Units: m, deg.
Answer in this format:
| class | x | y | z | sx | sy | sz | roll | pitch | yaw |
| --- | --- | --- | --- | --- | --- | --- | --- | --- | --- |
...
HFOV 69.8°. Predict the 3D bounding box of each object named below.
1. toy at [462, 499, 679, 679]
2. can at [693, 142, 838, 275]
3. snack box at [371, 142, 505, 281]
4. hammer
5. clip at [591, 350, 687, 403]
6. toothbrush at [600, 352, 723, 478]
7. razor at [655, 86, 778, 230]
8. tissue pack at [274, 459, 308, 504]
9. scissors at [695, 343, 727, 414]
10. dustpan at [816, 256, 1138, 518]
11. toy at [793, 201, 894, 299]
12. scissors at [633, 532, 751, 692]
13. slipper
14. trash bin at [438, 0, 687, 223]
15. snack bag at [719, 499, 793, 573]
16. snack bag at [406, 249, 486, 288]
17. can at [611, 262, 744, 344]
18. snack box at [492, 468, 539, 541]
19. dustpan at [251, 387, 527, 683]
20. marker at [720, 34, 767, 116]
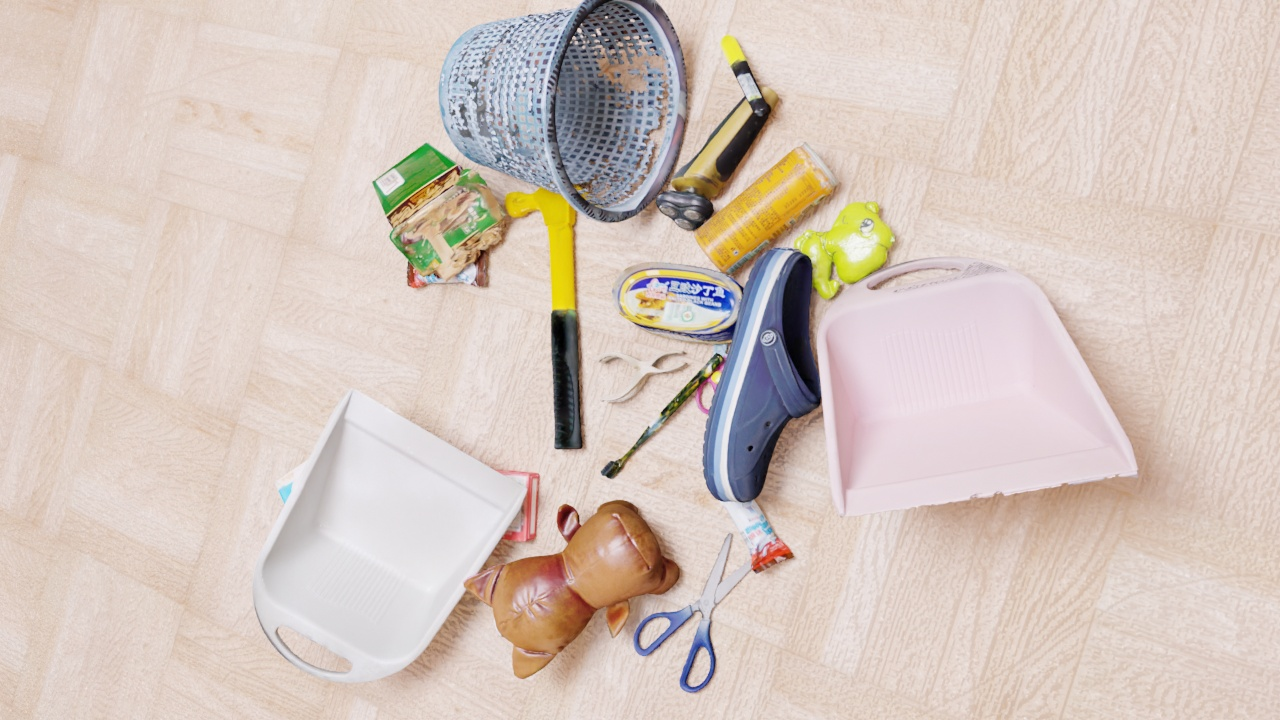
| class | x | y | z | sx | sy | sz | roll | pitch | yaw |
| --- | --- | --- | --- | --- | --- | --- | --- | --- | --- |
| toy | -0.070 | 0.228 | 0.946 | 0.199 | 0.130 | 0.140 | -33 | 72 | -7 |
| can | 0.126 | -0.152 | 0.928 | 0.146 | 0.058 | 0.058 | -39 | 74 | 14 |
| snack box | -0.233 | -0.173 | 1.027 | 0.118 | 0.117 | 0.105 | -38 | 60 | -6 |
| hammer | -0.084 | -0.052 | 1.015 | 0.129 | 0.032 | 0.300 | -4 | 84 | 22 |
| clip | -0.009 | 0.001 | 0.982 | 0.102 | 0.035 | 0.094 | -40 | 75 | 9 |
| toothbrush | 0.021 | 0.060 | 0.966 | 0.186 | 0.017 | 0.012 | -47 | 54 | 17 |
| razor | 0.085 | -0.211 | 0.953 | 0.167 | 0.062 | 0.067 | -53 | 39 | 4 |
| tissue pack | -0.363 | 0.153 | 1.088 | 0.140 | 0.063 | 0.090 | -33 | 77 | 15 |
| scissors | 0.083 | -0.008 | 0.957 | 0.054 | 0.017 | 0.133 | -2 | 81 | 29 |
| dustpan | 0.256 | 0.005 | 0.786 | 0.223 | 0.273 | 0.139 | -12 | 104 | 10 |
| toy | 0.202 | -0.109 | 0.911 | 0.100 | 0.031 | 0.096 | 2 | 90 | 25 |
| scissors | 0.056 | 0.258 | 0.949 | 0.155 | 0.012 | 0.166 | -4 | 83 | 20 |
| slipper | 0.133 | 0.018 | 0.883 | 0.095 | 0.105 | 0.252 | 12 | 88 | 32 |
| trash bin | -0.092 | -0.270 | 0.954 | 0.195 | 0.226 | 0.226 | 16 | 92 | 34 |
| snack bag | 0.110 | 0.161 | 0.925 | 0.048 | 0.026 | 0.104 | -22 | 77 | -16 |
| snack bag | -0.227 | -0.106 | 1.077 | 0.105 | 0.026 | 0.045 | 0 | 79 | 18 |
| can | 0.044 | -0.060 | 0.950 | 0.148 | 0.049 | 0.074 | 11 | 83 | 26 |
| snack box | -0.190 | 0.160 | 1.042 | 0.153 | 0.025 | 0.075 | 2 | 87 | 21 |
| dustpan | -0.285 | 0.208 | 0.972 | 0.222 | 0.142 | 0.258 | 31 | 120 | -4 |
| marker | 0.107 | -0.294 | 0.946 | 0.018 | 0.015 | 0.124 | -29 | 54 | 18 |
